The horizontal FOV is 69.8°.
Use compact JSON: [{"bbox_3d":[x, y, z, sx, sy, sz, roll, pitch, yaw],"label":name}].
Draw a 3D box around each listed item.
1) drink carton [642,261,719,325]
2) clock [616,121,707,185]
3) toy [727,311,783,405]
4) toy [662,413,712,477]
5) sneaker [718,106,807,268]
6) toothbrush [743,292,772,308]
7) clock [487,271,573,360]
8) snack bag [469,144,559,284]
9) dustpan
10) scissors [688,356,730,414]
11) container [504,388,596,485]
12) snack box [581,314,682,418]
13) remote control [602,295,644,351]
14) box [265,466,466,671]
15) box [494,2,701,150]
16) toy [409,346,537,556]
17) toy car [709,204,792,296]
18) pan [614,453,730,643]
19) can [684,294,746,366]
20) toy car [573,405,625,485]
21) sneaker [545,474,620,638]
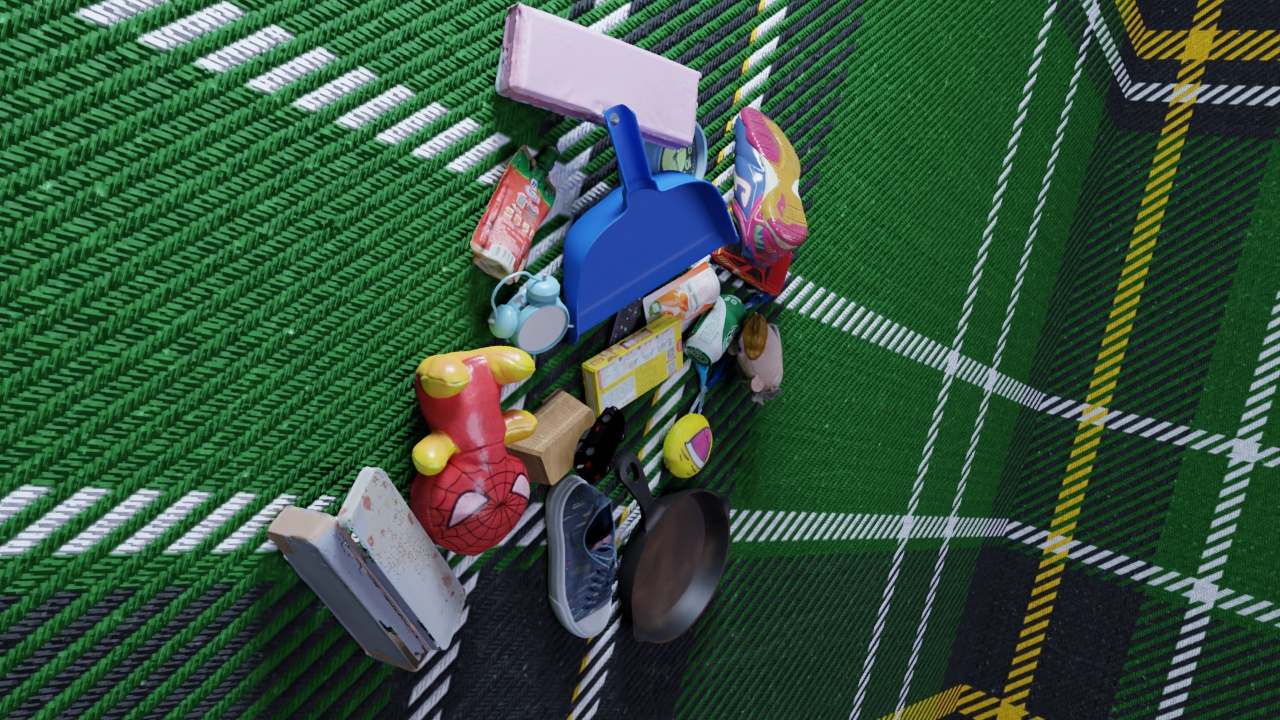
[{"bbox_3d":[0.050,-0.075,1.204,0.122,0.039,0.069,-32,126,-33],"label":"drink carton"},{"bbox_3d":[0.030,-0.225,1.100,0.117,0.060,0.162,-40,134,-38],"label":"clock"},{"bbox_3d":[0.163,-0.012,1.307,0.176,0.076,0.132,63,24,-65],"label":"toy"},{"bbox_3d":[0.067,0.119,1.283,0.094,0.041,0.095,-53,139,-22],"label":"toy"},{"bbox_3d":[0.144,-0.226,1.192,0.116,0.091,0.241,17,51,-29],"label":"sneaker"},{"bbox_3d":[0.166,-0.087,1.353,0.132,0.016,0.021,-32,98,-41],"label":"toothbrush"},{"bbox_3d":[-0.120,-0.053,0.974,0.087,0.042,0.123,-40,145,-5],"label":"clock"},{"bbox_3d":[-0.122,-0.160,0.955,0.155,0.044,0.087,-65,147,-18],"label":"snack bag"},{"bbox_3d":[-0.006,-0.164,1.009,0.245,0.059,0.258,-33,132,-17],"label":"dustpan"},{"bbox_3d":[0.098,0.044,1.318,0.103,0.015,0.133,-5,108,-51],"label":"scissors"},{"bbox_3d":[-0.100,0.091,1.049,0.113,0.061,0.063,-41,132,-35],"label":"container"},{"bbox_3d":[-0.007,0.007,1.142,0.151,0.025,0.075,-32,131,-35],"label":"snack box"},{"bbox_3d":[-0.023,-0.044,1.138,0.039,0.010,0.124,23,85,-52],"label":"remote control"},{"bbox_3d":[-0.261,0.208,0.880,0.094,0.108,0.216,-89,163,-50],"label":"box"},{"bbox_3d":[-0.040,-0.292,0.962,0.232,0.046,0.098,6,87,-35],"label":"box"},{"bbox_3d":[-0.173,0.094,0.930,0.147,0.099,0.216,-8,108,-39],"label":"toy"},{"bbox_3d":[0.159,-0.150,1.291,0.189,0.056,0.081,24,85,-53],"label":"toy car"},{"bbox_3d":[0.025,0.244,1.274,0.248,0.043,0.356,-51,137,-27],"label":"pan"},{"bbox_3d":[0.104,-0.043,1.261,0.101,0.053,0.053,-55,138,-23],"label":"can"},{"bbox_3d":[-0.048,0.093,1.034,0.091,0.036,0.042,-64,144,-28],"label":"toy car"},{"bbox_3d":[-0.063,0.256,1.140,0.087,0.079,0.236,-31,125,-42],"label":"sneaker"}]
